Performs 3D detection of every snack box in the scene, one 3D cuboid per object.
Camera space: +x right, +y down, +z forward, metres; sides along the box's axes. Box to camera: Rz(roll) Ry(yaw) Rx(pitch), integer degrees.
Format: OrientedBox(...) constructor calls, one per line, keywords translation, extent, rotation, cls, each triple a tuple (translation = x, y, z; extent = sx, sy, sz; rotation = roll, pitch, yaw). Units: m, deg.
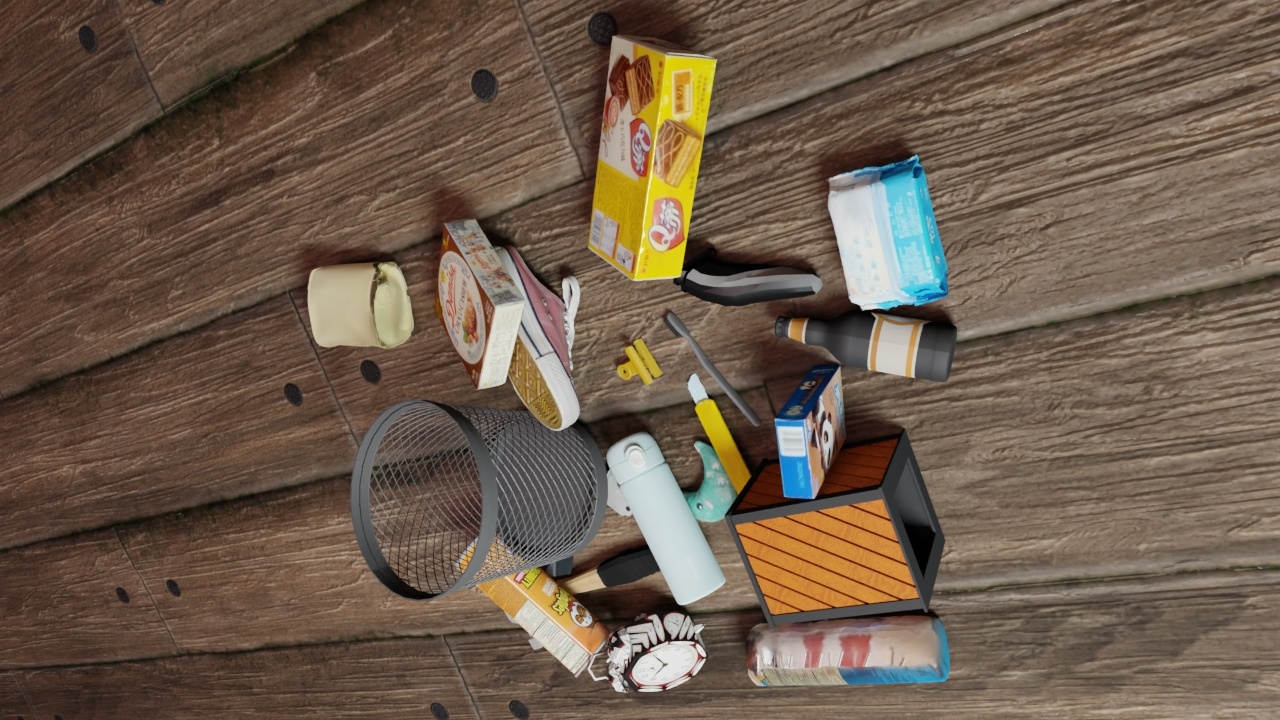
OrientedBox(translation=(-0.194, -0.066, 1.083), extent=(0.147, 0.041, 0.143), rotation=(56, 145, 30), cls="snack box")
OrientedBox(translation=(0.181, 0.071, 0.958), extent=(0.034, 0.151, 0.087), rotation=(0, 110, 26), cls="snack box")
OrientedBox(translation=(0.007, -0.208, 0.953), extent=(0.110, 0.061, 0.231), rotation=(41, 130, 49), cls="snack box")

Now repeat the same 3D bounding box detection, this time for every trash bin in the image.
OrientedBox(translation=(0.214, 0.182, 0.994), extent=(0.172, 0.139, 0.140), rotation=(-16, 102, 30), cls="trash bin")
OrientedBox(translation=(-0.182, 0.157, 1.091), extent=(0.218, 0.227, 0.217), rotation=(-2, 86, 36), cls="trash bin")

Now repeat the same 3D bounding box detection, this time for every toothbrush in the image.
OrientedBox(translation=(0.084, 0.011, 1.063), extent=(0.167, 0.012, 0.013), rotation=(49, 130, 0), cls="toothbrush")

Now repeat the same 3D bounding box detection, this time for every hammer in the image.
OrientedBox(translation=(-0.060, 0.292, 1.234), extent=(0.329, 0.039, 0.131), rotation=(-26, 96, 31), cls="hammer")

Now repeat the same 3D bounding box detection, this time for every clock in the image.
OrientedBox(translation=(0.005, 0.374, 1.186), extent=(0.154, 0.065, 0.115), rotation=(-9, 131, -13), cls="clock")

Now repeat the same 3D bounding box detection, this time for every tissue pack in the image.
OrientedBox(translation=(0.243, -0.121, 0.903), extent=(0.093, 0.061, 0.144), rotation=(-10, 103, 30), cls="tissue pack")

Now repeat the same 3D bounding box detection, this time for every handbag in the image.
OrientedBox(translation=(-0.369, -0.073, 1.214), extent=(0.119, 0.081, 0.111), rotation=(1, 103, 27), cls="handbag")

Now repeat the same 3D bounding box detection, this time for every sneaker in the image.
OrientedBox(translation=(-0.117, -0.033, 1.101), extent=(0.119, 0.087, 0.241), rotation=(-43, 67, 55), cls="sneaker")

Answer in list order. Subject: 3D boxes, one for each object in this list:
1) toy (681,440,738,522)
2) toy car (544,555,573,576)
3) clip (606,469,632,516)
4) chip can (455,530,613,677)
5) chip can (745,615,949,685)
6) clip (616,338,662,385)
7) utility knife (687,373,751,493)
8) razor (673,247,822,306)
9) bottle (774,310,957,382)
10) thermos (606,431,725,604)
OrientedBox(translation=(0.079, 0.156, 1.115), extent=(0.085, 0.033, 0.105), rotation=(42, 124, 18), cls="toy")
OrientedBox(translation=(-0.105, 0.226, 1.203), extent=(0.034, 0.046, 0.112), rotation=(-4, 83, 36), cls="toy car")
OrientedBox(translation=(-0.031, 0.174, 1.169), extent=(0.058, 0.049, 0.102), rotation=(40, 124, 21), cls="clip")
OrientedBox(translation=(-0.141, 0.317, 1.216), extent=(0.215, 0.075, 0.075), rotation=(40, 122, 9), cls="chip can")
OrientedBox(translation=(0.241, 0.344, 1.087), extent=(0.230, 0.079, 0.080), rotation=(-13, 104, 29), cls="chip can")
OrientedBox(translation=(-0.007, 0.007, 1.096), extent=(0.049, 0.044, 0.054), rotation=(-31, 97, 7), cls="clip")
OrientedBox(translation=(0.100, 0.097, 1.076), extent=(0.030, 0.017, 0.179), rotation=(-28, 89, 19), cls="utility knife")
OrientedBox(translation=(0.117, -0.084, 0.988), extent=(0.156, 0.057, 0.060), rotation=(13, 83, 22), cls="razor")
OrientedBox(translation=(0.229, -0.022, 0.951), extent=(0.182, 0.059, 0.059), rotation=(11, 114, 22), cls="bottle")
OrientedBox(translation=(0.028, 0.186, 1.104), extent=(0.065, 0.078, 0.207), rotation=(-26, 84, -3), cls="thermos")
